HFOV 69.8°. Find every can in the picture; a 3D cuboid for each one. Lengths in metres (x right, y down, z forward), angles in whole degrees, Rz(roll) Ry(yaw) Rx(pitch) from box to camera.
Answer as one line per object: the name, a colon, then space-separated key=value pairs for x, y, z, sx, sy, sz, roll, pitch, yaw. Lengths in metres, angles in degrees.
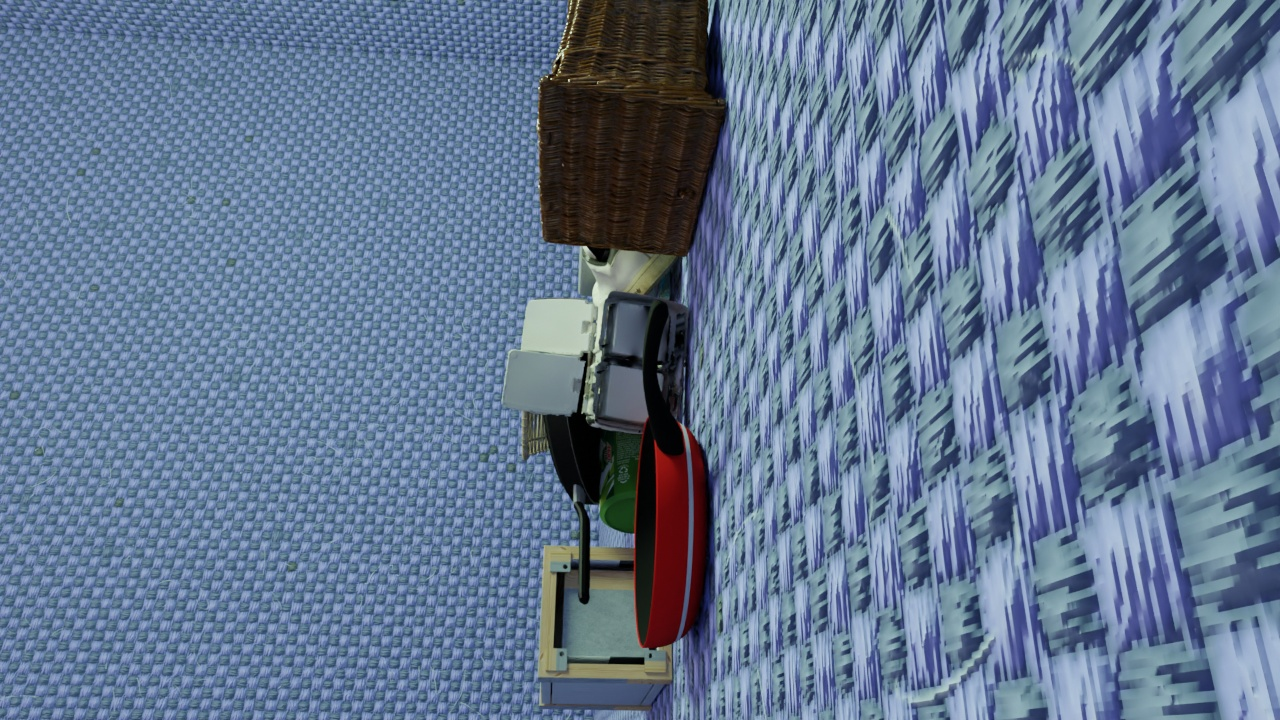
can: x=-0.007 y=0.124 z=1.081 sx=0.083 sy=0.083 sz=0.143 roll=97 pitch=174 yaw=-45

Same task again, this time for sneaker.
sneaker: x=-0.035 y=-0.119 z=1.149 sx=0.088 sy=0.102 sz=0.242 roll=-53 pitch=10 yaw=-15

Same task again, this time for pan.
pan: x=0.024 y=0.098 z=0.804 sx=0.208 sy=0.067 sz=0.357 roll=-93 pitch=8 yaw=-52
pan: x=-0.074 y=0.110 z=1.042 sx=0.226 sy=0.034 sz=0.355 roll=73 pitch=-168 yaw=-50

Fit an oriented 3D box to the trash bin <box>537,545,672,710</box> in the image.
trash bin: x=-0.048 y=0.329 z=1.104 sx=0.247 sy=0.142 sz=0.142 roll=101 pitch=171 yaw=-62

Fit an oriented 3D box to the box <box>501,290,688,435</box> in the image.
box: x=-0.042 y=-0.001 z=0.955 sx=0.066 sy=0.186 sz=0.145 roll=97 pitch=-179 yaw=-79

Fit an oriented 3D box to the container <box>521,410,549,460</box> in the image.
container: x=-0.104 y=0.064 z=1.615 sx=0.227 sy=0.196 sz=0.227 roll=180 pitch=92 yaw=-86

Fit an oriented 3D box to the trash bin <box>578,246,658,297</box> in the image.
trash bin: x=-0.029 y=-0.213 z=1.332 sx=0.115 sy=0.114 sz=0.228 roll=98 pitch=173 yaw=-50

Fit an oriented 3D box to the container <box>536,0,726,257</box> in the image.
container: x=-0.011 y=-0.249 z=0.913 sx=0.250 sy=0.162 sz=0.182 roll=102 pitch=175 yaw=-65

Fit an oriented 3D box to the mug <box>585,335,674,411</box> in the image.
mug: x=-0.009 y=0.029 z=1.019 sx=0.096 sy=0.110 sz=0.122 roll=90 pitch=179 yaw=-46

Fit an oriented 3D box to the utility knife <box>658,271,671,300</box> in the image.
utility knife: x=0.031 y=-0.115 z=1.171 sx=0.117 sy=0.015 sz=0.022 roll=-89 pitch=11 yaw=-46
